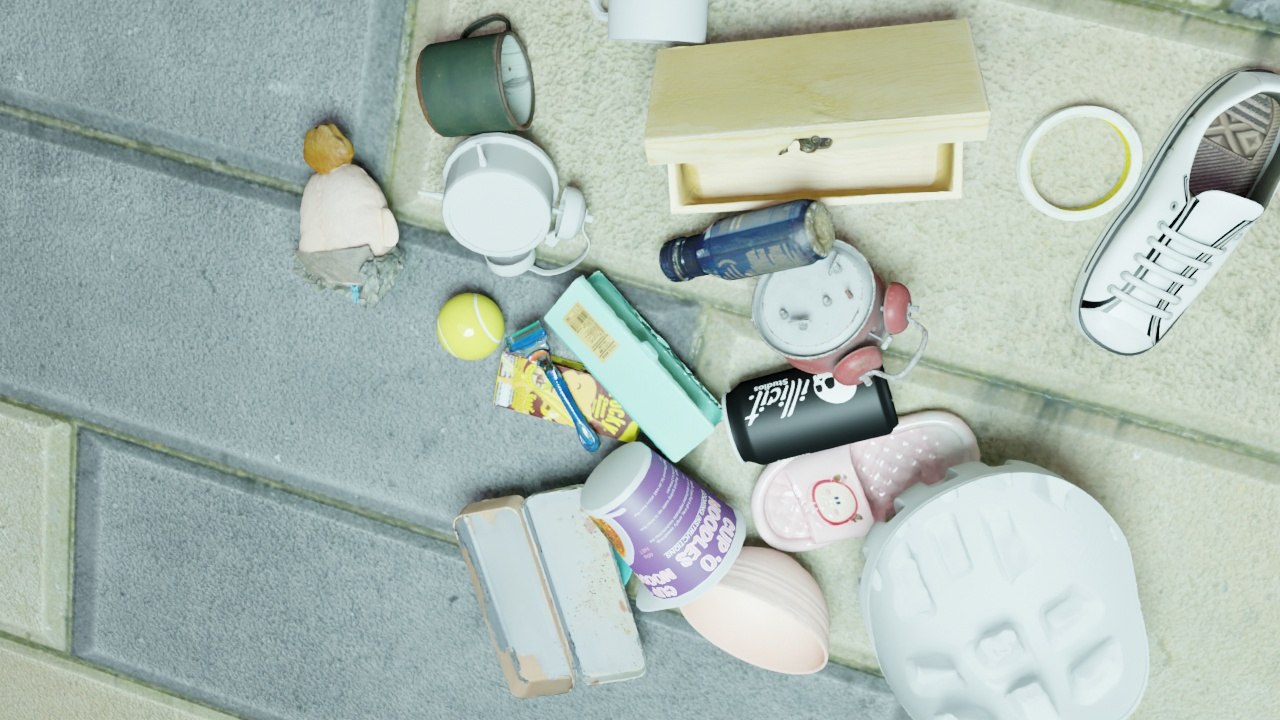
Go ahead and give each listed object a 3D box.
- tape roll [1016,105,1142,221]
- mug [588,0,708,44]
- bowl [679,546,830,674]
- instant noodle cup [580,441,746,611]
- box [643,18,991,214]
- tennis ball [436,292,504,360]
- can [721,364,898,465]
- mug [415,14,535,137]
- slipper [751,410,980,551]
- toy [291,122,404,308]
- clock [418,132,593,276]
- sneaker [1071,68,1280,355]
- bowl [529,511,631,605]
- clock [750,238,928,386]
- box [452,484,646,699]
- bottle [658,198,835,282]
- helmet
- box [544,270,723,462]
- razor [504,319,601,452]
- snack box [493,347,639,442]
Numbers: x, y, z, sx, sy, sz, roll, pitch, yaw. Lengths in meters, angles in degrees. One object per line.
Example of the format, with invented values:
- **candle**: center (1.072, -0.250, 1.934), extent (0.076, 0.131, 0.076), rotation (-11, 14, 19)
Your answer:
- **tape roll**: center (0.365, -0.164, 0.766), extent (0.094, 0.019, 0.094), rotation (3, 107, 11)
- **mug**: center (0.001, -0.318, 0.768), extent (0.120, 0.082, 0.096), rotation (16, 112, 37)
- **bowl**: center (0.119, 0.232, 0.895), extent (0.153, 0.076, 0.153), rotation (21, 143, 16)
- **instant noodle cup**: center (0.008, 0.151, 0.862), extent (0.137, 0.122, 0.122), rotation (-43, 111, 2)
- **box**: center (0.138, -0.200, 0.747), extent (0.249, 0.184, 0.141), rotation (-2, 85, 11)
- **tennis ball**: center (-0.165, -0.033, 0.889), extent (0.065, 0.065, 0.065), rotation (3, 107, 10)
- **can**: center (0.155, 0.044, 0.840), extent (0.146, 0.080, 0.080), rotation (-16, 103, 16)
- **mug**: center (-0.146, -0.256, 0.815), extent (0.081, 0.085, 0.111), rotation (-3, 75, 14)
- **slipper**: center (0.207, 0.113, 0.864), extent (0.222, 0.055, 0.107), rotation (-24, 99, 16)
- **toy**: center (-0.282, -0.137, 0.877), extent (0.133, 0.076, 0.176), rotation (5, 110, 26)
- **clock**: center (-0.114, -0.137, 0.839), extent (0.120, 0.061, 0.159), rotation (-30, 130, 28)
- **sneaker**: center (0.441, -0.109, 0.726), extent (0.091, 0.097, 0.246), rotation (28, 110, 2)
- **bowl**: center (-0.062, 0.187, 0.945), extent (0.121, 0.046, 0.121), rotation (3, 107, 10)
- **clock**: center (0.167, -0.039, 0.781), extent (0.157, 0.062, 0.110), rotation (34, 92, 35)
- **box**: center (-0.088, 0.234, 0.922), extent (0.151, 0.043, 0.216), rotation (-12, 104, 18)
- **bottle**: center (0.088, -0.099, 0.797), extent (0.161, 0.056, 0.056), rotation (-8, 107, 41)
- **helmet**: center (0.298, 0.204, 0.789), extent (0.224, 0.183, 0.282), rotation (-34, 125, 2)
- **box**: center (-0.006, 0.006, 0.841), extent (0.077, 0.080, 0.188), rotation (-41, 88, 0)
- **razor**: center (-0.078, 0.029, 0.887), extent (0.044, 0.018, 0.141), rotation (-25, 104, 19)
- **snack box**: center (-0.069, 0.033, 0.911), extent (0.149, 0.025, 0.061), rotation (15, 109, 7)
